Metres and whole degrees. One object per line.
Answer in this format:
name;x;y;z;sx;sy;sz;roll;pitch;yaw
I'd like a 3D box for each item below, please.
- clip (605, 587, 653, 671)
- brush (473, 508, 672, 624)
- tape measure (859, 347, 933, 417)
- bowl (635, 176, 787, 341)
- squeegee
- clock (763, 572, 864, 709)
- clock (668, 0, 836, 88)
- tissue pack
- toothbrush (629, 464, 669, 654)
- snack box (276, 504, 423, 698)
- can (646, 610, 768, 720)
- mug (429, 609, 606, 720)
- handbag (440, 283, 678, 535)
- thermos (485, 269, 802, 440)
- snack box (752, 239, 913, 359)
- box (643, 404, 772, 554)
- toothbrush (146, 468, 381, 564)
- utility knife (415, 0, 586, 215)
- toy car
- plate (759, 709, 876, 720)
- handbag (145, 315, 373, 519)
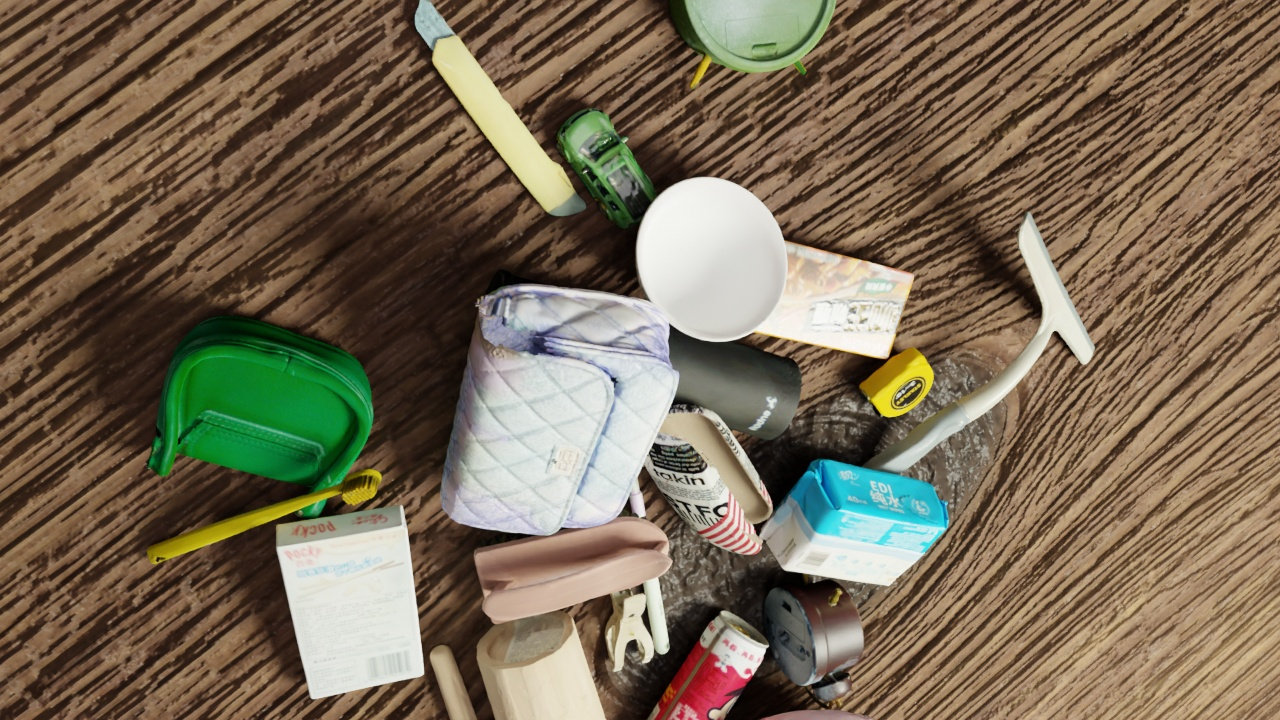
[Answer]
clip;-0.012;0.212;0.752;0.034;0.060;0.097;-13;118;-14
brush;-0.049;0.157;0.696;0.145;0.073;0.063;-12;107;-4
tape measure;0.216;0.019;0.772;0.060;0.029;0.057;-41;138;6
bowl;0.041;-0.069;0.675;0.118;0.065;0.118;2;84;-22
squeegee;0.274;0.033;0.771;0.247;0.039;0.246;-44;138;9
clock;0.148;0.242;0.786;0.055;0.082;0.122;-9;104;-22
clock;0.073;-0.279;0.643;0.116;0.056;0.161;-12;107;-16
tissue pack;0.178;0.133;0.766;0.140;0.063;0.090;13;130;-20
toothbrush;0.007;0.160;0.753;0.020;0.029;0.190;1;109;25
snack box;-0.205;0.176;0.661;0.084;0.027;0.157;-7;123;-16
can;0.053;0.282;0.780;0.053;0.053;0.133;32;92;-22
mug;-0.096;0.263;0.722;0.125;0.084;0.103;-10;107;12
handbag;-0.059;0.041;0.624;0.134;0.075;0.194;7;134;-14
thermos;-0.004;0.004;0.693;0.242;0.068;0.090;17;130;-19
snack box;0.141;-0.051;0.739;0.153;0.026;0.075;11;100;-20
box;0.052;0.086;0.717;0.163;0.075;0.077;52;53;-41
toothbrush;-0.254;0.107;0.612;0.190;0.016;0.016;-19;132;16
utility knife;-0.098;-0.169;0.636;0.031;0.019;0.178;-41;118;-9
toy car;-0.022;-0.138;0.661;0.043;0.036;0.091;-39;108;-4
plate;0.135;0.351;0.800;0.192;0.039;0.193;-4;134;-4
handbag;-0.251;0.040;0.612;0.131;0.068;0.120;19;104;-22
